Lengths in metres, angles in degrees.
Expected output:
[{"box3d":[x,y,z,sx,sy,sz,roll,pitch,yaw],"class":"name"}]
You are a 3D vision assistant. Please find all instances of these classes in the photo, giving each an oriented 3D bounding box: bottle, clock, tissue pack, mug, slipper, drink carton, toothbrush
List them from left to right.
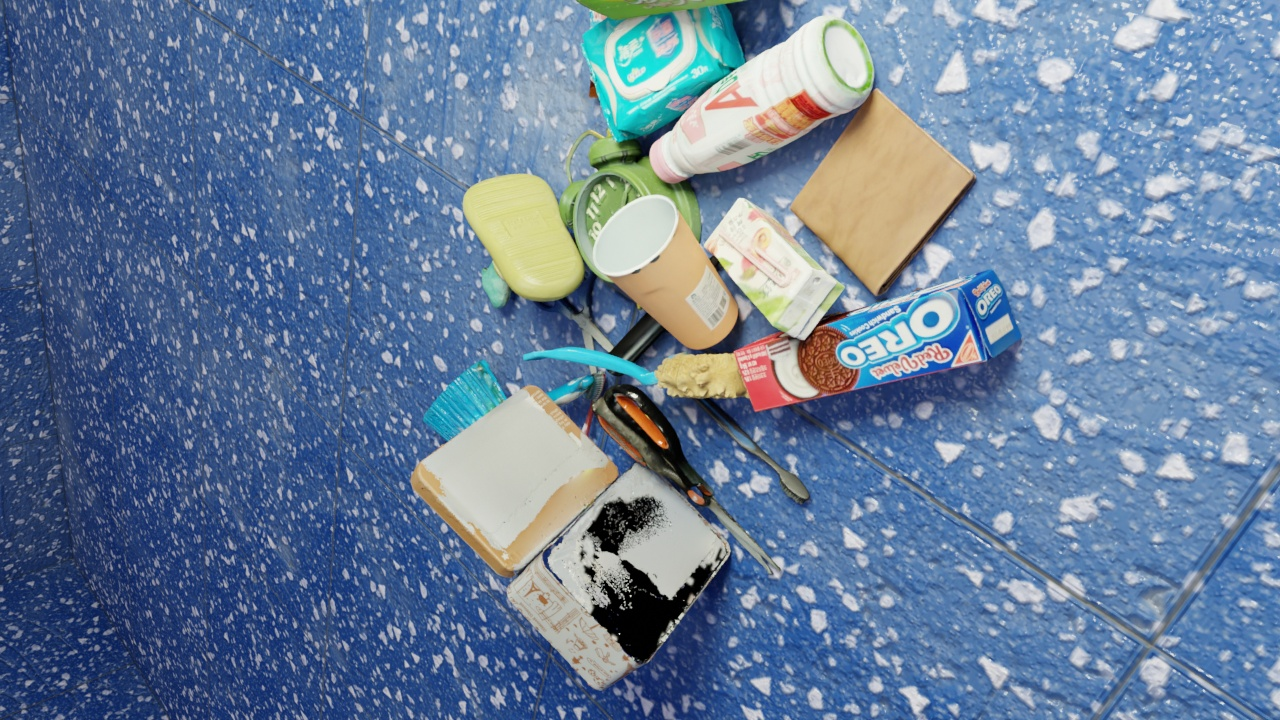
[{"box3d":[-0.115,-0.108,0.893,0.082,0.091,0.190,97,152,-43],"class":"slipper"},{"box3d":[-0.066,0.094,0.958,0.016,0.017,0.188,34,119,34],"class":"toothbrush"},{"box3d":[-0.016,-0.136,0.827,0.161,0.056,0.116,55,133,17],"class":"clock"},{"box3d":[0.015,-0.248,0.747,0.134,0.050,0.093,-24,85,35],"class":"tissue pack"},{"box3d":[0.027,-0.066,0.749,0.078,0.078,0.123,9,154,43],"class":"mug"},{"box3d":[0.030,-0.054,0.827,0.213,0.027,0.026,-46,40,40],"class":"toothbrush"},{"box3d":[0.082,0.063,0.827,0.189,0.014,0.016,43,153,28],"class":"toothbrush"},{"box3d":[0.083,-0.189,0.705,0.197,0.068,0.068,-18,90,50],"class":"bottle"},{"box3d":[0.098,-0.073,0.702,0.054,0.045,0.122,-54,37,18],"class":"drink carton"}]

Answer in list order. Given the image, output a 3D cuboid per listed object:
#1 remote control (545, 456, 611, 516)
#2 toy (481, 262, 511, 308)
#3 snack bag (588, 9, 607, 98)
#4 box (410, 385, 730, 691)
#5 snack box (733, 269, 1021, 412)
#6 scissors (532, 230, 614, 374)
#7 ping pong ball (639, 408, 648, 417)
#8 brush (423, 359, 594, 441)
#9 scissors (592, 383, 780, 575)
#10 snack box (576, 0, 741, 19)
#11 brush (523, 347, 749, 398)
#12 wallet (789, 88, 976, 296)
[{"box3d":[-0.057,0.145,0.989,0.135,0.019,0.056,33,124,34],"class":"remote control"},{"box3d":[-0.144,-0.095,0.983,0.092,0.030,0.096,-61,42,36],"class":"toy"},{"box3d":[-0.030,-0.286,0.812,0.045,0.026,0.105,13,116,34],"class":"snack bag"},{"box3d":[-0.064,0.147,0.845,0.259,0.176,0.082,45,132,6],"class":"box"},{"box3d":[0.168,-0.011,0.683,0.208,0.058,0.057,-17,94,47],"class":"snack box"},{"box3d":[-0.063,-0.053,0.934,0.162,0.012,0.175,25,121,36],"class":"scissors"},{"box3d":[-0.001,0.066,0.890,0.040,0.040,0.040,17,115,41],"class":"ping pong ball"},{"box3d":[-0.152,0.043,1.016,0.109,0.060,0.316,57,140,6],"class":"brush"},{"box3d":[0.047,0.107,0.818,0.235,0.021,0.149,35,150,19],"class":"scissors"},{"box3d":[0.029,-0.366,0.656,0.158,0.070,0.210,11,95,42],"class":"snack box"},{"box3d":[-0.005,0.005,0.828,0.255,0.083,0.046,7,98,35],"class":"brush"},{"box3d":[0.173,-0.121,0.669,0.101,0.020,0.116,51,130,21],"class":"wallet"}]
